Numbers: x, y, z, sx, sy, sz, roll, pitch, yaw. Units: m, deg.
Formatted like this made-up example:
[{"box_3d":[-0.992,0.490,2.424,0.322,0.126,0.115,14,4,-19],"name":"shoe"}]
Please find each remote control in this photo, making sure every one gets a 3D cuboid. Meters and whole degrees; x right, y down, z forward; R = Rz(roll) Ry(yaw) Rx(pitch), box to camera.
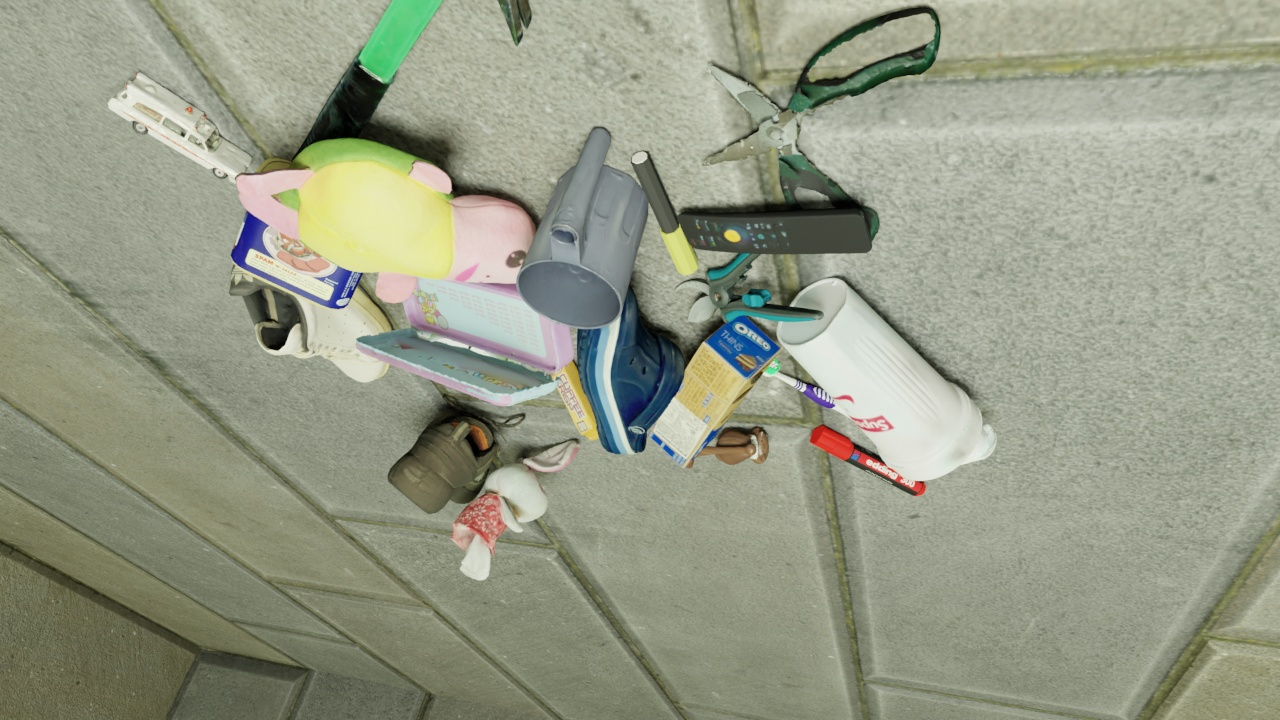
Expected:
[{"box_3d":[0.100,-0.100,0.701,0.152,0.020,0.041,4,146,30],"name":"remote control"}]

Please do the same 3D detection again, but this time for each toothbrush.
[{"box_3d":[0.182,0.038,0.903,0.186,0.015,0.016,28,141,-19],"name":"toothbrush"}]

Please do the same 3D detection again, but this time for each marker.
[{"box_3d":[0.246,0.109,0.980,0.145,0.021,0.024,27,124,-17],"name":"marker"},{"box_3d":[0.019,-0.117,0.735,0.021,0.017,0.124,33,162,40],"name":"marker"}]

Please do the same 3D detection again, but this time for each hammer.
[{"box_3d":[-0.191,-0.214,0.666,0.130,0.032,0.320,31,146,-24],"name":"hammer"}]

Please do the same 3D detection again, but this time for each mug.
[{"box_3d":[-0.042,-0.101,0.704,0.084,0.103,0.124,12,148,8],"name":"mug"}]

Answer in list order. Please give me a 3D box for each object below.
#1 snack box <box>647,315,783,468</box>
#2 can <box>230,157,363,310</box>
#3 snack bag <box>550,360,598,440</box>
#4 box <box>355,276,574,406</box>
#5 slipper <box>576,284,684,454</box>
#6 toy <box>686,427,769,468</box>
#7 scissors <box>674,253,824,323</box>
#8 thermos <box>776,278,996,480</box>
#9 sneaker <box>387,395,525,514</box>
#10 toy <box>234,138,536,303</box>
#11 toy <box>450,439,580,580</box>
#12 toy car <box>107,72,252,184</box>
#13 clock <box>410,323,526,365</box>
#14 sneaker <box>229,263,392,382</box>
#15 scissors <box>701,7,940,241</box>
[{"box_3d":[0.067,0.033,0.898,0.056,0.057,0.207,42,149,9],"name":"snack box"},{"box_3d":[-0.295,-0.109,0.816,0.116,0.056,0.092,26,121,-16],"name":"can"},{"box_3d":[-0.067,0.038,0.961,0.026,0.020,0.099,-30,85,43],"name":"snack bag"},{"box_3d":[-0.167,-0.023,0.814,0.214,0.092,0.089,17,127,37],"name":"box"},{"box_3d":[-0.005,0.005,0.862,0.095,0.105,0.253,1,148,5],"name":"slipper"},{"box_3d":[0.098,0.095,1.003,0.054,0.041,0.102,-9,-179,-43],"name":"toy"},{"box_3d":[0.089,-0.065,0.763,0.156,0.019,0.125,27,129,32],"name":"scissors"},{"box_3d":[0.212,0.022,0.802,0.220,0.099,0.100,41,141,-27],"name":"thermos"},{"box_3d":[-0.215,0.096,1.110,0.101,0.143,0.238,38,180,2],"name":"sneaker"},{"box_3d":[-0.196,-0.114,0.736,0.238,0.087,0.191,10,145,-18],"name":"toy"},{"box_3d":[-0.159,0.174,1.108,0.084,0.193,0.160,46,136,-14],"name":"toy"},{"box_3d":[-0.383,-0.197,0.774,0.113,0.039,0.039,32,124,-25],"name":"toy car"},{"box_3d":[-0.169,-0.017,0.949,0.119,0.042,0.094,13,149,5],"name":"clock"},{"box_3d":[-0.335,-0.034,0.939,0.089,0.102,0.242,3,146,20],"name":"sneaker"},{"box_3d":[0.139,-0.153,0.629,0.201,0.015,0.202,34,144,-30],"name":"scissors"}]
